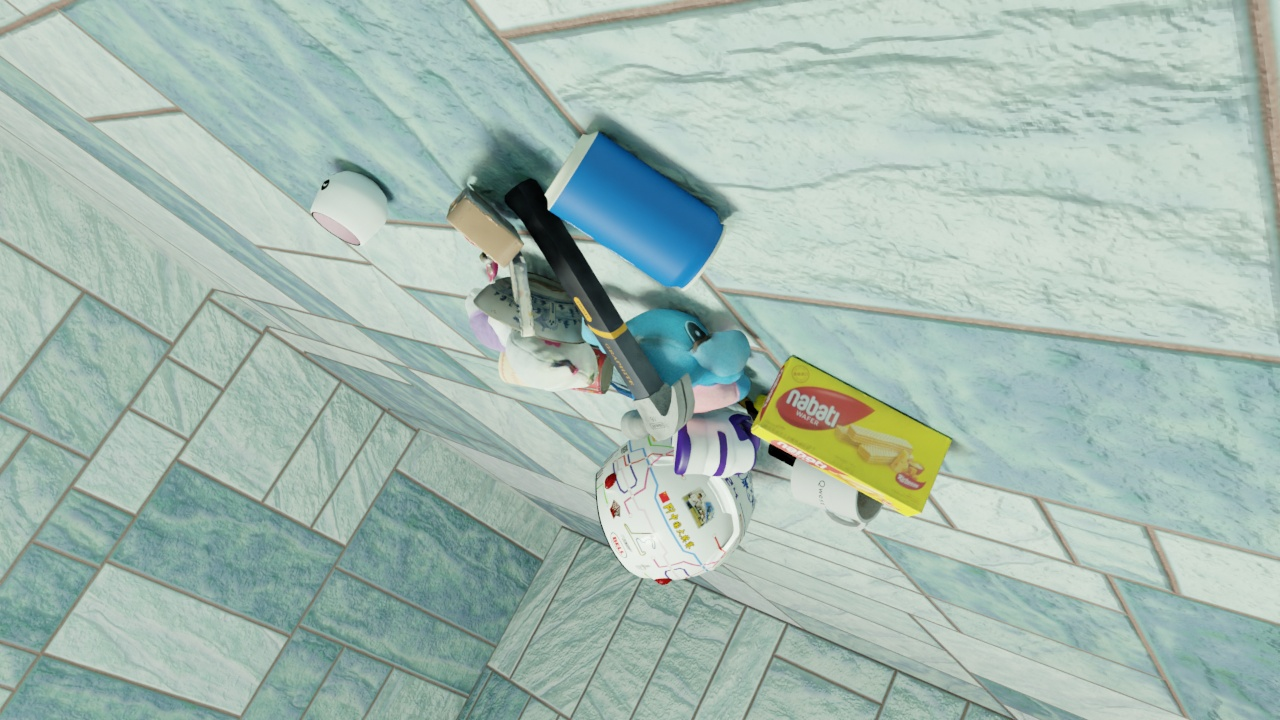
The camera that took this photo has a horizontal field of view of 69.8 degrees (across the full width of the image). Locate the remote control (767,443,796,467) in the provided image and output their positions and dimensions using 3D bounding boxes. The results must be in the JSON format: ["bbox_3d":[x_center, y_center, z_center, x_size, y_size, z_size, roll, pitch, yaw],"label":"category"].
[{"bbox_3d":[0.245,0.154,1.291,0.140,0.021,0.045,26,174,29],"label":"remote control"}]

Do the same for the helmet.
[{"bbox_3d":[0.060,0.214,1.433,0.231,0.236,0.314,62,-179,-2],"label":"helmet"}]

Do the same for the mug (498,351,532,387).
[{"bbox_3d":[-0.154,-0.008,1.408,0.104,0.085,0.112,13,130,21],"label":"mug"}]

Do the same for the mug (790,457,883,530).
[{"bbox_3d":[0.265,0.174,1.205,0.096,0.082,0.120,13,130,43],"label":"mug"}]

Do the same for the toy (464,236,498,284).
[{"bbox_3d":[-0.184,-0.144,1.094,0.102,0.050,0.065,68,169,-9],"label":"toy"}]

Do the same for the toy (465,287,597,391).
[{"bbox_3d":[-0.152,-0.025,1.234,0.137,0.085,0.209,21,-170,-48],"label":"toy"}]

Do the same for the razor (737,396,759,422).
[{"bbox_3d":[0.126,0.049,1.201,0.144,0.021,0.044,41,171,-37],"label":"razor"}]

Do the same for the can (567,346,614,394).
[{"bbox_3d":[-0.104,0.008,1.326,0.124,0.066,0.067,9,159,14],"label":"can"}]

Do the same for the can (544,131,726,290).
[{"bbox_3d":[-0.005,-0.128,0.793,0.146,0.078,0.079,32,163,-11],"label":"can"}]

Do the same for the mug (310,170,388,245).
[{"bbox_3d":[-0.379,-0.199,1.197,0.090,0.076,0.124,36,162,-21],"label":"mug"}]

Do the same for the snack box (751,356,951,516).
[{"bbox_3d":[0.231,0.083,1.010,0.200,0.092,0.042,28,165,3],"label":"snack box"}]

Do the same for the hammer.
[{"bbox_3d":[-0.047,-0.050,0.975,0.312,0.035,0.140,57,148,-11],"label":"hammer"}]

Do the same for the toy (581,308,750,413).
[{"bbox_3d":[0.032,0.002,1.084,0.224,0.098,0.191,8,159,29],"label":"toy"}]

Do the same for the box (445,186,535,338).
[{"bbox_3d":[-0.147,-0.110,0.959,0.216,0.071,0.157,-129,19,-74],"label":"box"}]

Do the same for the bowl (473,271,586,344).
[{"bbox_3d":[-0.129,-0.074,1.150,0.150,0.057,0.150,21,-168,-5],"label":"bowl"}]

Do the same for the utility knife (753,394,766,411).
[{"bbox_3d":[0.219,0.108,1.234,0.029,0.020,0.233,15,162,47],"label":"utility knife"}]

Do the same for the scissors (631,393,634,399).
[{"bbox_3d":[-0.004,0.006,1.235,0.125,0.014,0.131,53,151,12],"label":"scissors"}]

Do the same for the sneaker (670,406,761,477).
[{"bbox_3d":[0.100,0.089,1.206,0.111,0.092,0.244,6,-166,0],"label":"sneaker"}]

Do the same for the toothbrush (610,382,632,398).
[{"bbox_3d":[-0.024,0.050,1.455,0.132,0.016,0.021,20,164,28],"label":"toothbrush"}]
